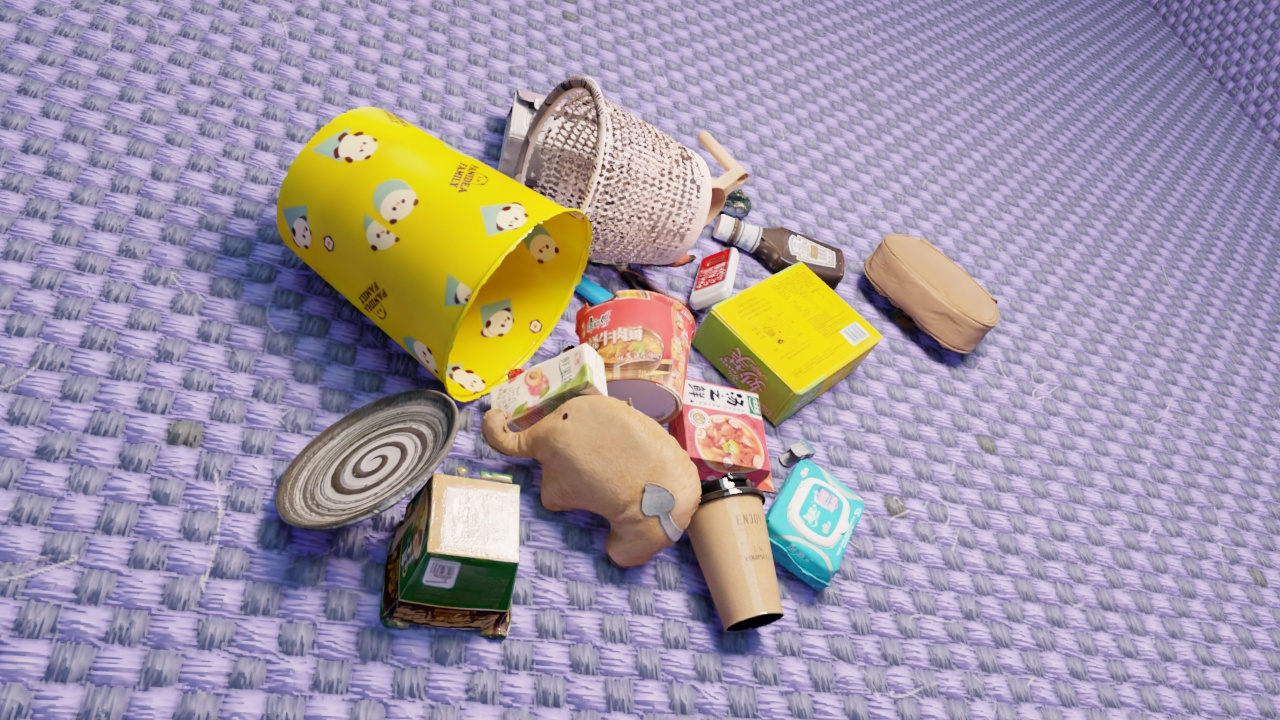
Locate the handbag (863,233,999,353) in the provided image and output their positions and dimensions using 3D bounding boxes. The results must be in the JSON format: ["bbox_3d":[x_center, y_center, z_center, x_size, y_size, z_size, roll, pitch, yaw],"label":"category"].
[{"bbox_3d":[0.429,-0.099,1.356,0.204,0.100,0.147,47,39,17],"label":"handbag"}]

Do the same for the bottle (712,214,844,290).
[{"bbox_3d":[0.200,-0.162,1.331,0.195,0.044,0.079,19,44,-9],"label":"bottle"}]

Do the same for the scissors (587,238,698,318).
[{"bbox_3d":[-0.013,-0.123,1.207,0.226,0.015,0.189,-5,53,-29],"label":"scissors"}]

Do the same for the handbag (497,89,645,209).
[{"bbox_3d":[-0.089,-0.299,1.273,0.197,0.099,0.144,13,39,-15],"label":"handbag"}]

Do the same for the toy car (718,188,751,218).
[{"bbox_3d":[0.121,-0.237,1.365,0.090,0.034,0.042,12,49,-15],"label":"toy car"}]

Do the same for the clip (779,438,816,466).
[{"bbox_3d":[0.189,0.110,1.098,0.024,0.026,0.056,51,35,17],"label":"clip"}]

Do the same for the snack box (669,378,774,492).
[{"bbox_3d":[0.099,0.085,1.052,0.127,0.044,0.113,12,47,-18],"label":"snack box"}]

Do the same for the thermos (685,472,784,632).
[{"bbox_3d":[0.095,0.194,0.924,0.093,0.093,0.143,1,58,-27],"label":"thermos"}]

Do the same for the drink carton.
[{"bbox_3d":[-0.094,0.035,0.948,0.045,0.123,0.053,45,27,-45],"label":"drink carton"}]

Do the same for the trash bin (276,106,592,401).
[{"bbox_3d":[-0.219,-0.122,0.961,0.255,0.230,0.228,35,44,13],"label":"trash bin"}]

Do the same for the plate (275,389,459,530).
[{"bbox_3d":[-0.240,0.092,0.824,0.179,0.024,0.179,-17,32,11],"label":"plate"}]

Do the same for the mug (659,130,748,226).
[{"bbox_3d":[0.074,-0.259,1.305,0.124,0.084,0.103,-38,65,2],"label":"mug"}]

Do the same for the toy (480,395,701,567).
[{"bbox_3d":[-0.046,0.099,0.908,0.226,0.143,0.082,36,1,7],"label":"toy"}]

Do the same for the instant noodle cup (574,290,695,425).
[{"bbox_3d":[-0.006,0.006,1.015,0.138,0.138,0.108,13,55,-17],"label":"instant noodle cup"}]

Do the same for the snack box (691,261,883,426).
[{"bbox_3d":[0.191,-0.028,1.184,0.157,0.070,0.209,46,47,17],"label":"snack box"}]

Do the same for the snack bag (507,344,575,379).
[{"bbox_3d":[-0.101,0.015,1.024,0.105,0.026,0.045,-24,81,-42],"label":"snack bag"}]

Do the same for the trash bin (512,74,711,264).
[{"bbox_3d":[-0.029,-0.211,1.135,0.192,0.228,0.227,11,46,-32],"label":"trash bin"}]

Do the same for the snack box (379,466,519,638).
[{"bbox_3d":[-0.157,0.165,0.804,0.118,0.106,0.117,10,48,-18],"label":"snack box"}]

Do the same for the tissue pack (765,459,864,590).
[{"bbox_3d":[0.186,0.180,1.006,0.093,0.050,0.133,35,44,4],"label":"tissue pack"}]

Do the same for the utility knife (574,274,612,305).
[{"bbox_3d":[-0.063,-0.087,1.145,0.187,0.018,0.034,36,33,7],"label":"utility knife"}]

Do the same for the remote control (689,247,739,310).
[{"bbox_3d":[0.098,-0.110,1.209,0.020,0.056,0.135,62,24,-23],"label":"remote control"}]
